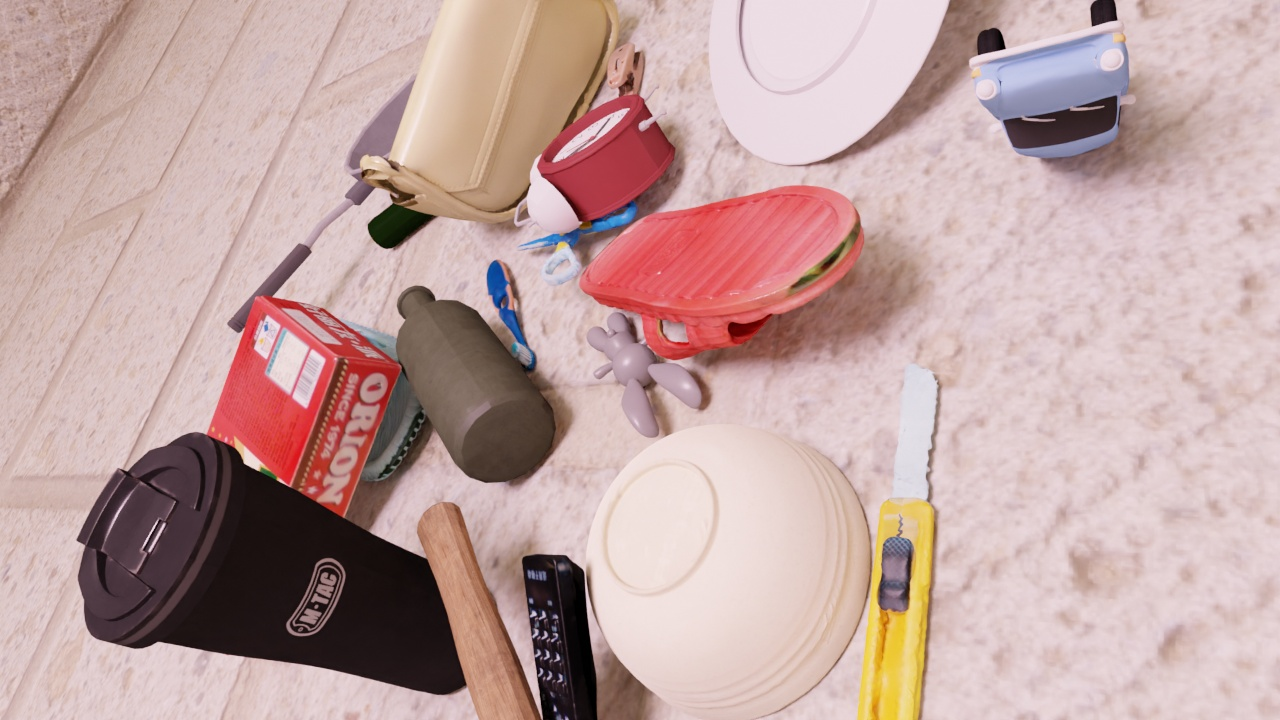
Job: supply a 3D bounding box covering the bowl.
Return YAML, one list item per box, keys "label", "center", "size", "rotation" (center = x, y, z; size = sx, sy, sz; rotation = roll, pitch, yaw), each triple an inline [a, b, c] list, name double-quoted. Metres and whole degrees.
- label: "bowl"
  center: [0.028, 0.093, 0.453]
  size: [0.151, 0.075, 0.150]
  rotation: [-23, 49, 29]

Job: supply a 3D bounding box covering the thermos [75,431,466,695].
- label: "thermos"
  center: [-0.182, 0.127, 0.510]
  size: [0.106, 0.218, 0.105]
  rotation: [-23, 50, 30]

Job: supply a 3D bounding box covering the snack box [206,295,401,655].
- label: "snack box"
  center: [-0.269, 0.083, 0.675]
  size: [0.113, 0.060, 0.236]
  rotation: [30, 101, 34]

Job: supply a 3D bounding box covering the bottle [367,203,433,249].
- label: "bottle"
  center: [-0.201, -0.149, 0.853]
  size: [0.123, 0.033, 0.033]
  rotation: [-32, 46, 21]

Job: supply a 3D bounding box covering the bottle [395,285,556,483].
- label: "bottle"
  center: [-0.132, 0.003, 0.659]
  size: [0.071, 0.071, 0.207]
  rotation: [-49, 42, 4]

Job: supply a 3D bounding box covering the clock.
- label: "clock"
  center: [-0.035, -0.141, 0.665]
  size: [0.138, 0.048, 0.096]
  rotation: [-29, 28, 14]

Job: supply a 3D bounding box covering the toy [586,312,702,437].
- label: "toy"
  center: [-0.003, 0.003, 0.575]
  size: [0.049, 0.030, 0.111]
  rotation: [-35, 37, -2]

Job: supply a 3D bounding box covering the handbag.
- label: "handbag"
  center: [-0.122, -0.219, 0.732]
  size: [0.089, 0.190, 0.233]
  rotation: [22, 91, 30]

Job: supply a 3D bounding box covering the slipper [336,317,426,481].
- label: "slipper"
  center: [-0.263, 0.013, 0.776]
  size: [0.276, 0.069, 0.116]
  rotation: [21, 75, 48]

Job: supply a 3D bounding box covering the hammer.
- label: "hammer"
  center: [-0.055, 0.182, 0.431]
  size: [0.305, 0.040, 0.133]
  rotation: [56, 142, 43]

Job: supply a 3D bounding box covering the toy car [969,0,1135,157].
- label: "toy car"
  center: [0.189, -0.121, 0.414]
  size: [0.056, 0.153, 0.055]
  rotation: [-7, 95, 29]

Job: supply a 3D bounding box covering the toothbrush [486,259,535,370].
- label: "toothbrush"
  center: [-0.102, -0.039, 0.702]
  size: [0.021, 0.017, 0.135]
  rotation: [-37, 44, 11]

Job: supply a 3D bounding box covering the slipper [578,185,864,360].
- label: "slipper"
  center: [0.041, -0.046, 0.542]
  size: [0.103, 0.059, 0.249]
  rotation: [-48, 24, -16]

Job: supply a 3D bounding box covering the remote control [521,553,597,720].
- label: "remote control"
  center: [-0.033, 0.170, 0.450]
  size: [0.047, 0.022, 0.150]
  rotation: [-19, 77, 61]

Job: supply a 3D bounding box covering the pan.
- label: "pan"
  center: [-0.262, -0.164, 0.874]
  size: [0.356, 0.041, 0.179]
  rotation: [-53, 34, -12]

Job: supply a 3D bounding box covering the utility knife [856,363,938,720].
- label: "utility knife"
  center: [0.117, 0.098, 0.417]
  size: [0.031, 0.019, 0.217]
  rotation: [-2, 59, 31]

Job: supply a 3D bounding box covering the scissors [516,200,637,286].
- label: "scissors"
  center: [-0.058, -0.084, 0.676]
  size: [0.131, 0.018, 0.110]
  rotation: [-5, 41, 47]

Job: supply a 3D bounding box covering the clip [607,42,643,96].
- label: "clip"
  center: [-0.015, -0.236, 0.747]
  size: [0.026, 0.049, 0.061]
  rotation: [-18, 80, 33]

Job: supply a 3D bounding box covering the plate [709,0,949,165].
- label: "plate"
  center: [0.106, -0.229, 0.573]
  size: [0.209, 0.015, 0.208]
  rotation: [-5, 84, 55]
